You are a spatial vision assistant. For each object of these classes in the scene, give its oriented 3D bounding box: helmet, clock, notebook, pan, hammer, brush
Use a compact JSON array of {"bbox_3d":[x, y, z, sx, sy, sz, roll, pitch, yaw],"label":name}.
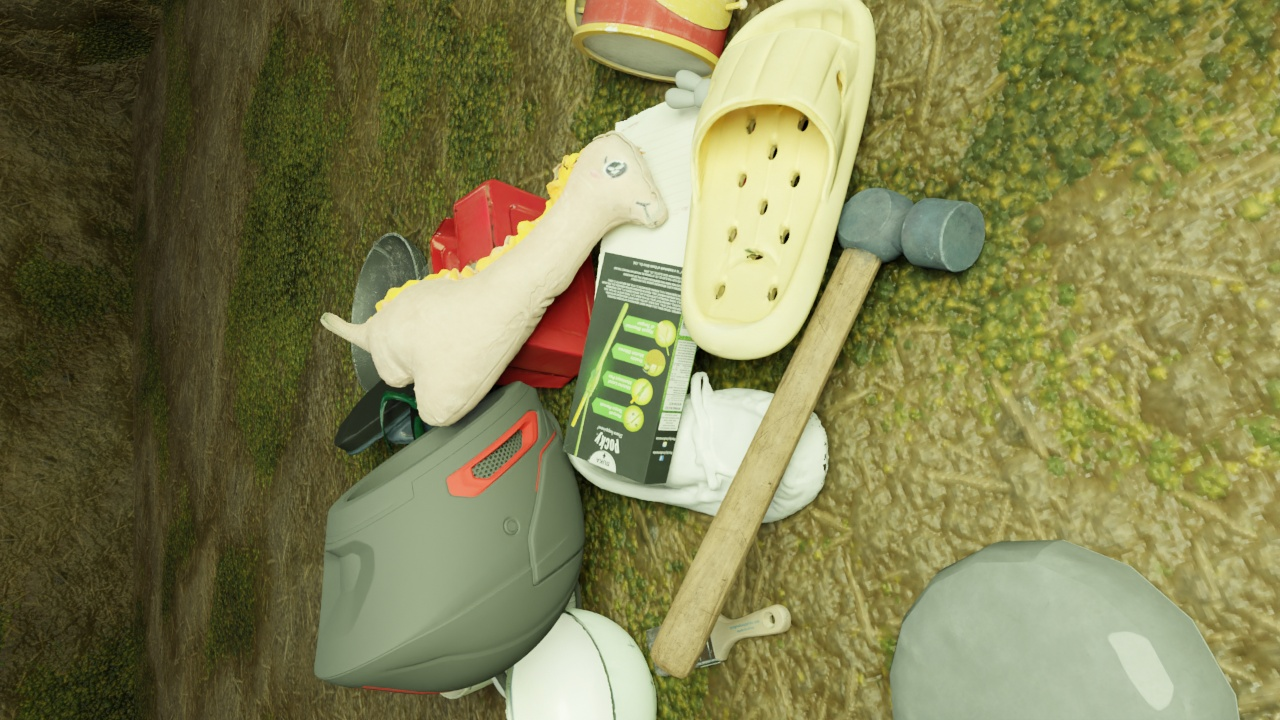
[{"bbox_3d":[-0.131,0.145,0.682,0.165,0.263,0.170,-23,101,42],"label":"helmet"},{"bbox_3d":[0.006,-0.272,0.713,0.159,0.117,0.081,18,96,58],"label":"clock"},{"bbox_3d":[0.030,-0.113,0.685,0.153,0.012,0.208,-12,63,39],"label":"notebook"},{"bbox_3d":[0.233,0.245,0.413,0.179,0.041,0.357,-54,47,32],"label":"pan"},{"bbox_3d":[0.085,0.042,0.561,0.129,0.040,0.321,22,85,53],"label":"hammer"},{"bbox_3d":[-0.261,-0.087,1.085,0.358,0.040,0.207,-34,60,43],"label":"pan"},{"bbox_3d":[0.054,0.201,0.670,0.152,0.012,0.039,-34,60,43],"label":"brush"}]

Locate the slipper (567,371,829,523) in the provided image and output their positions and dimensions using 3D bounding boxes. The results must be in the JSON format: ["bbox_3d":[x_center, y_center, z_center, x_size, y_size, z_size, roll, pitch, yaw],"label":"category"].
[{"bbox_3d":[0.033,0.063,0.675,0.247,0.074,0.112,-1,100,50],"label":"slipper"}]

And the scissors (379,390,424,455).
[{"bbox_3d":[-0.189,0.118,0.958,0.015,0.142,0.210,-92,-4,-59],"label":"scissors"}]

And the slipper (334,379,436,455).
[{"bbox_3d":[-0.212,0.035,0.984,0.266,0.083,0.108,-34,29,24],"label":"slipper"}]

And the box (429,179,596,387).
[{"bbox_3d":[-0.103,-0.064,0.811,0.113,0.134,0.157,-36,59,45],"label":"box"}]

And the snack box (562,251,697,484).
[{"bbox_3d":[-0.004,0.004,0.644,0.080,0.025,0.147,17,97,40],"label":"snack box"}]

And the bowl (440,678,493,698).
[{"bbox_3d":[-0.159,0.263,0.890,0.116,0.062,0.115,-9,79,51],"label":"bowl"}]

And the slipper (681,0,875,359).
[{"bbox_3d":[0.072,-0.131,0.569,0.111,0.079,0.261,4,74,31],"label":"slipper"}]

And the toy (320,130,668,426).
[{"bbox_3d":[-0.111,-0.079,0.704,0.196,0.065,0.264,34,87,21],"label":"toy"}]

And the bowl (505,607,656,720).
[{"bbox_3d":[-0.040,0.272,0.730,0.154,0.072,0.153,-9,79,52],"label":"bowl"}]

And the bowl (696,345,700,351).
[{"bbox_3d":[0.026,-0.043,0.699,0.115,0.045,0.114,-20,58,35],"label":"bowl"}]

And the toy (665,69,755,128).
[{"bbox_3d":[0.067,-0.188,0.657,0.112,0.030,0.049,21,79,35],"label":"toy"}]

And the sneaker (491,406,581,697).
[{"bbox_3d":[-0.123,0.176,0.843,0.129,0.096,0.262,-27,66,60],"label":"sneaker"}]
